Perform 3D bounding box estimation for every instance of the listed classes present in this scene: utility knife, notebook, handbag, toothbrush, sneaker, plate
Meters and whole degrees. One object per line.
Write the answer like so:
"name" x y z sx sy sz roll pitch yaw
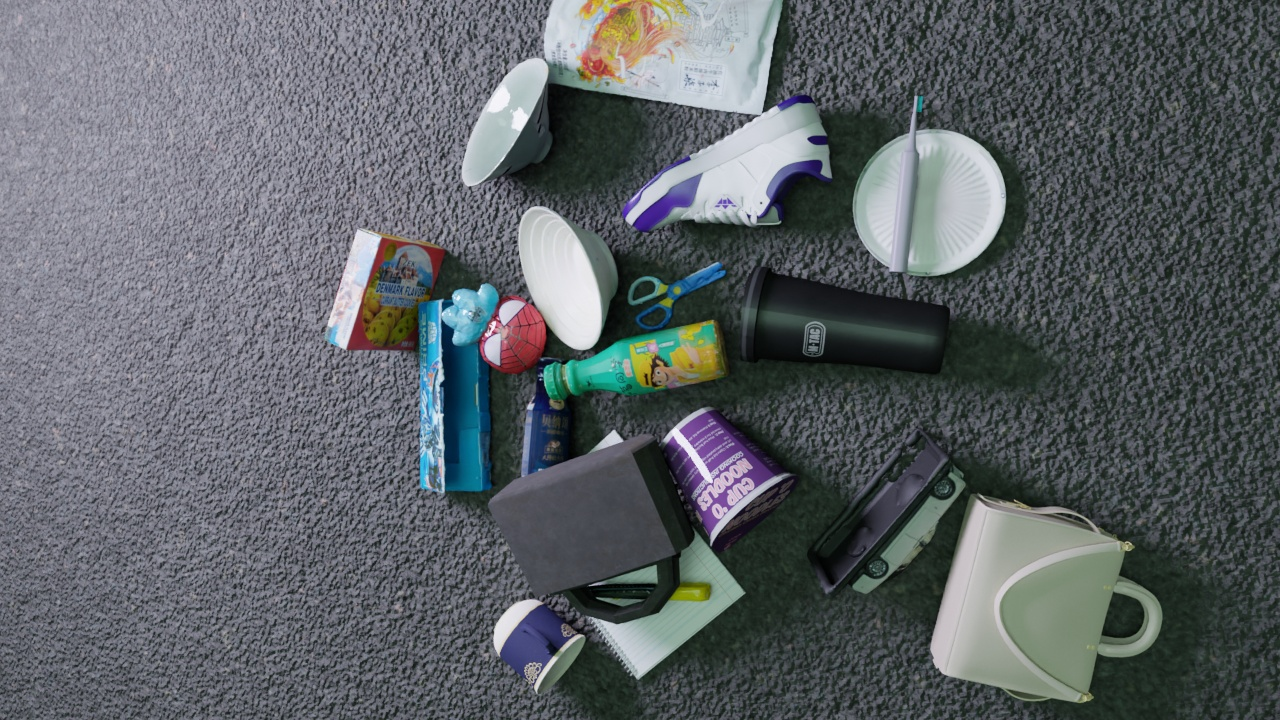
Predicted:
"utility knife" -0.009 0.273 1.084 0.188 0.028 0.020 -4 87 19
"notebook" -0.019 0.235 1.109 0.178 0.013 0.245 -43 77 13
"handbag" 0.414 0.245 0.916 0.198 0.101 0.194 13 95 8
"handbag" -0.035 0.204 1.041 0.198 0.102 0.199 -20 95 17
"toothbrush" 0.284 -0.187 0.975 0.019 0.018 0.188 6 93 18
"sneaker" 0.104 -0.188 1.028 0.245 0.091 0.111 -27 90 18
"plate" 0.308 -0.169 0.986 0.157 0.014 0.157 0 90 20

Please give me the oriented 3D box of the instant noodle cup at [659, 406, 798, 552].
"instant noodle cup" 0.086 0.128 1.026 0.122 0.121 0.137 50 133 23

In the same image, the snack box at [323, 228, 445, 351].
"snack box" -0.317 -0.085 1.147 0.040 0.142 0.145 22 98 19

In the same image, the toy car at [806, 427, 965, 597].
"toy car" 0.270 0.173 0.974 0.071 0.094 0.192 34 101 -14

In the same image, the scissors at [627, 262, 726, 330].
"scissors" 0.046 -0.078 1.084 0.131 0.022 0.070 -19 82 16

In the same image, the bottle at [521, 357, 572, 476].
"bottle" -0.112 0.077 1.117 0.056 0.056 0.160 2 84 20

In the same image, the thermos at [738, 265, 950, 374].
"thermos" 0.211 -0.037 0.981 0.219 0.105 0.106 9 93 15

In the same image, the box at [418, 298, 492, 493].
"box" -0.247 0.044 1.152 0.092 0.085 0.243 -2 89 22

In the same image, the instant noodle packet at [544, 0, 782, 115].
"instant noodle packet" 0.022 -0.376 1.072 0.269 0.057 0.147 11 95 15

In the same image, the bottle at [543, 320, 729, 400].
"bottle" -0.006 0.006 1.058 0.210 0.068 0.068 -12 86 11

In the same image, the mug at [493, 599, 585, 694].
"mug" -0.128 0.333 1.100 0.089 0.112 0.085 36 66 19

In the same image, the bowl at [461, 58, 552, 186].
"bowl" -0.144 -0.275 1.118 0.175 0.068 0.173 -34 42 37

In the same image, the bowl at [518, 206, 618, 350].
"bowl" -0.074 -0.104 1.080 0.177 0.057 0.177 39 143 39

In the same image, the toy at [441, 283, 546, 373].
"toy" -0.174 -0.040 1.119 0.133 0.062 0.092 28 83 -22
